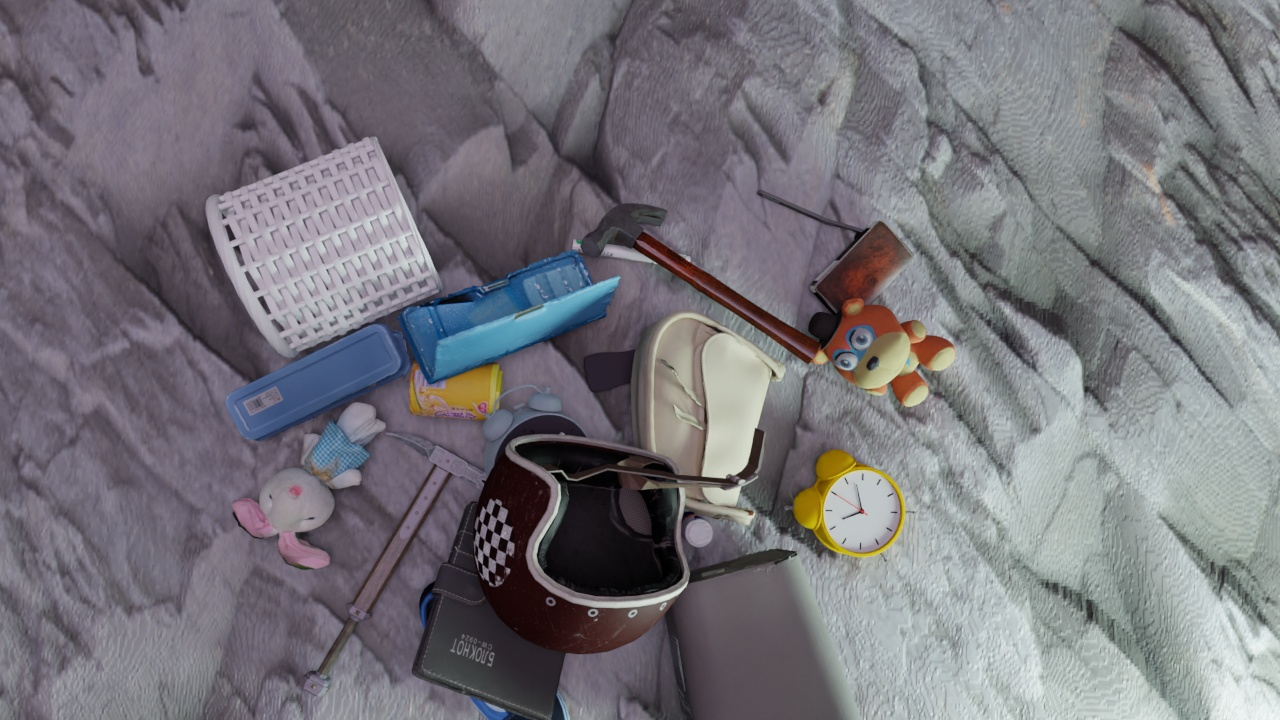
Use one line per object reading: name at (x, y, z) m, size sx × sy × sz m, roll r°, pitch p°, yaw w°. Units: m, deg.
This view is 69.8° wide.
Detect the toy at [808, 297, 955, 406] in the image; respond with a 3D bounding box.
toy at (0.286, -0.014, 1.118) m, size 0.176 × 0.096 × 0.112 m, roll 26°, pitch 121°, yaw -1°

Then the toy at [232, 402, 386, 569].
toy at (-0.360, 0.137, 1.029) m, size 0.131 × 0.106 × 0.205 m, roll 39°, pitch 84°, yaw -6°

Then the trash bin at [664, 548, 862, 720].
trash bin at (0.126, 0.340, 1.033) m, size 0.197 × 0.197 × 0.220 m, roll -14°, pitch 82°, yaw -7°

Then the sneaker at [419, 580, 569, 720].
sneaker at (-0.170, 0.354, 1.037) m, size 0.083 × 0.098 × 0.241 m, roll -39°, pitch 92°, yaw -6°

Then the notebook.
notebook at (-0.149, 0.272, 1.014) m, size 0.169 × 0.030 × 0.208 m, roll 28°, pitch 46°, yaw -18°

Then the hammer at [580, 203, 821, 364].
hammer at (0.082, -0.089, 1.091) m, size 0.300 × 0.028 × 0.110 m, roll 34°, pitch 52°, yaw 5°

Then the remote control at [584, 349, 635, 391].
remote control at (-0.007, 0.007, 1.124) m, size 0.124 × 0.009 × 0.046 m, roll -10°, pitch 86°, yaw -10°

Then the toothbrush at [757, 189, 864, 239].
toothbrush at (0.225, -0.182, 1.162) m, size 0.167 × 0.013 × 0.013 m, roll 23°, pitch 84°, yaw -4°

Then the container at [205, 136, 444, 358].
container at (-0.339, -0.124, 1.006) m, size 0.186 × 0.189 × 0.189 m, roll -24°, pitch 89°, yaw -9°

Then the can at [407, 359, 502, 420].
can at (-0.215, 0.034, 1.069) m, size 0.105 × 0.068 × 0.067 m, roll 4°, pitch 86°, yaw -6°

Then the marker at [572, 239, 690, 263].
marker at (-0.011, -0.132, 1.129) m, size 0.145 × 0.017 × 0.017 m, roll 7°, pitch 85°, yaw -6°

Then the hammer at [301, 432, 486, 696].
hammer at (-0.303, 0.242, 1.066) m, size 0.147 × 0.028 × 0.316 m, roll 30°, pitch 83°, yaw -4°

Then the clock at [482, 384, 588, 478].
clock at (-0.123, 0.104, 1.060) m, size 0.122 × 0.045 × 0.159 m, roll -24°, pitch 110°, yaw -20°

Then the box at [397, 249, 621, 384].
box at (-0.142, -0.062, 1.031) m, size 0.231 × 0.110 × 0.094 m, roll -22°, pitch 84°, yaw -26°

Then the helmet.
helmet at (-0.049, 0.173, 0.955) m, size 0.232 × 0.234 × 0.253 m, roll 2°, pitch 100°, yaw -46°

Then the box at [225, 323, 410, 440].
box at (-0.362, 0.025, 1.048) m, size 0.210 × 0.064 × 0.069 m, roll -25°, pitch 95°, yaw 6°

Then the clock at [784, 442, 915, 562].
clock at (0.254, 0.176, 1.123) m, size 0.152 × 0.052 × 0.113 m, roll 33°, pitch 83°, yaw -7°

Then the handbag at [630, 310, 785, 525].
handbag at (0.077, 0.063, 1.064) m, size 0.184 × 0.132 × 0.229 m, roll 16°, pitch 84°, yaw -10°

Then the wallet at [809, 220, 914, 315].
wallet at (0.279, -0.110, 1.152) m, size 0.123 × 0.019 × 0.072 m, roll -46°, pitch 100°, yaw -3°

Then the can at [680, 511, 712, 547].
can at (0.062, 0.197, 1.076) m, size 0.032 × 0.095 × 0.032 m, roll 0°, pitch 86°, yaw -5°
